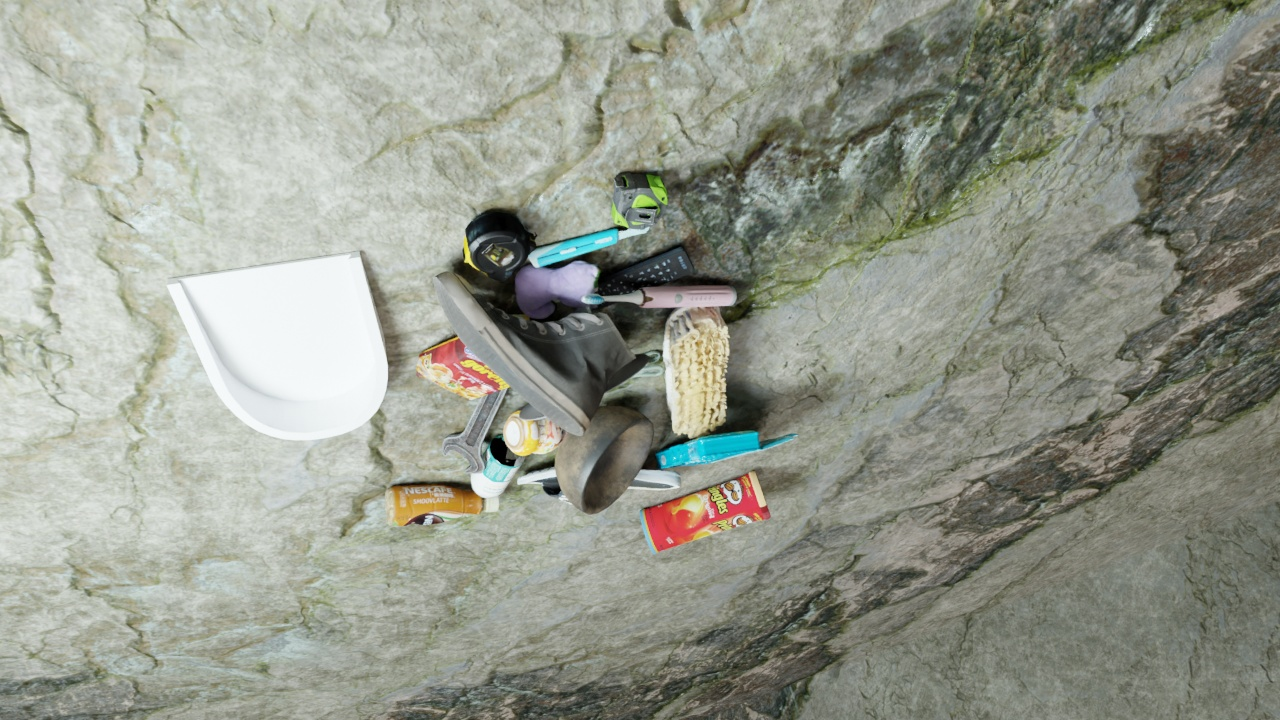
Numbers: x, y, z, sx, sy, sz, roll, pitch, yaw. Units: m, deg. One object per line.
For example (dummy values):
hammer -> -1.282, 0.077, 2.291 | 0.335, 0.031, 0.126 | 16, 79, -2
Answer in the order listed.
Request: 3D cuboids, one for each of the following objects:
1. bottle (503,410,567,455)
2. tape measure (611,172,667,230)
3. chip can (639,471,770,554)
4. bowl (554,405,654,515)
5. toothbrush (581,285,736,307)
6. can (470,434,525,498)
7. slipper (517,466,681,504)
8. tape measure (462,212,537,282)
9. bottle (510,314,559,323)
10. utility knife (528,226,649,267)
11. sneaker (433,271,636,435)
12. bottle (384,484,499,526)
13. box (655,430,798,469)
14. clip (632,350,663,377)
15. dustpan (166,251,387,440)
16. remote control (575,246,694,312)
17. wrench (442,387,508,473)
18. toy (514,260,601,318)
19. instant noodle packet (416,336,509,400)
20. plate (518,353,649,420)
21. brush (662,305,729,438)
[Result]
bottle -> -0.136, 0.099, 1.281 | 0.109, 0.063, 0.063 | -2, 145, -46
tape measure -> 0.000, -0.168, 0.985 | 0.058, 0.035, 0.066 | -9, 144, -12
chip can -> 0.112, 0.266, 1.596 | 0.213, 0.087, 0.087 | -19, 146, 5
bowl -> -0.057, 0.133, 1.304 | 0.161, 0.070, 0.162 | -43, 152, -30
toothbrush -> 0.025, -0.075, 1.096 | 0.222, 0.027, 0.027 | -5, -171, -37
can -> -0.208, 0.155, 1.334 | 0.054, 0.054, 0.102 | 6, 140, -29
slipper -> -0.059, 0.201, 1.428 | 0.263, 0.063, 0.111 | 4, 165, -29
tape measure -> -0.153, -0.123, 0.981 | 0.072, 0.042, 0.072 | 24, 132, -40
bottle -> -0.131, -0.037, 1.108 | 0.184, 0.045, 0.046 | 18, 133, -31
utility knife -> -0.058, -0.134, 1.030 | 0.141, 0.015, 0.022 | -17, 114, -1
sneaker -> -0.119, -0.036, 1.024 | 0.235, 0.119, 0.095 | 40, 161, -6
bottle -> -0.296, 0.215, 1.377 | 0.167, 0.059, 0.059 | 1, 142, -24
box -> 0.138, 0.134, 1.386 | 0.181, 0.039, 0.227 | -6, 171, -17
clip -> -0.007, 0.008, 1.238 | 0.075, 0.037, 0.023 | -9, 147, -2
dustpan -> -0.388, -0.002, 1.040 | 0.191, 0.053, 0.258 | -10, 145, -10
remote control -> -0.012, -0.097, 1.094 | 0.150, 0.022, 0.047 | -21, 146, 9
wrench -> -0.206, 0.067, 1.223 | 0.070, 0.010, 0.274 | 30, 132, -2
toy -> -0.095, -0.080, 1.062 | 0.099, 0.036, 0.080 | -1, 132, -3
instant noodle packet -> -0.199, 0.006, 1.118 | 0.136, 0.039, 0.098 | -18, 141, 35
plate -> -0.073, 0.028, 1.150 | 0.178, 0.178, 0.012 | -23, 102, 9
brush -> 0.075, 0.017, 1.256 | 0.083, 0.056, 0.272 | -12, 145, -6
